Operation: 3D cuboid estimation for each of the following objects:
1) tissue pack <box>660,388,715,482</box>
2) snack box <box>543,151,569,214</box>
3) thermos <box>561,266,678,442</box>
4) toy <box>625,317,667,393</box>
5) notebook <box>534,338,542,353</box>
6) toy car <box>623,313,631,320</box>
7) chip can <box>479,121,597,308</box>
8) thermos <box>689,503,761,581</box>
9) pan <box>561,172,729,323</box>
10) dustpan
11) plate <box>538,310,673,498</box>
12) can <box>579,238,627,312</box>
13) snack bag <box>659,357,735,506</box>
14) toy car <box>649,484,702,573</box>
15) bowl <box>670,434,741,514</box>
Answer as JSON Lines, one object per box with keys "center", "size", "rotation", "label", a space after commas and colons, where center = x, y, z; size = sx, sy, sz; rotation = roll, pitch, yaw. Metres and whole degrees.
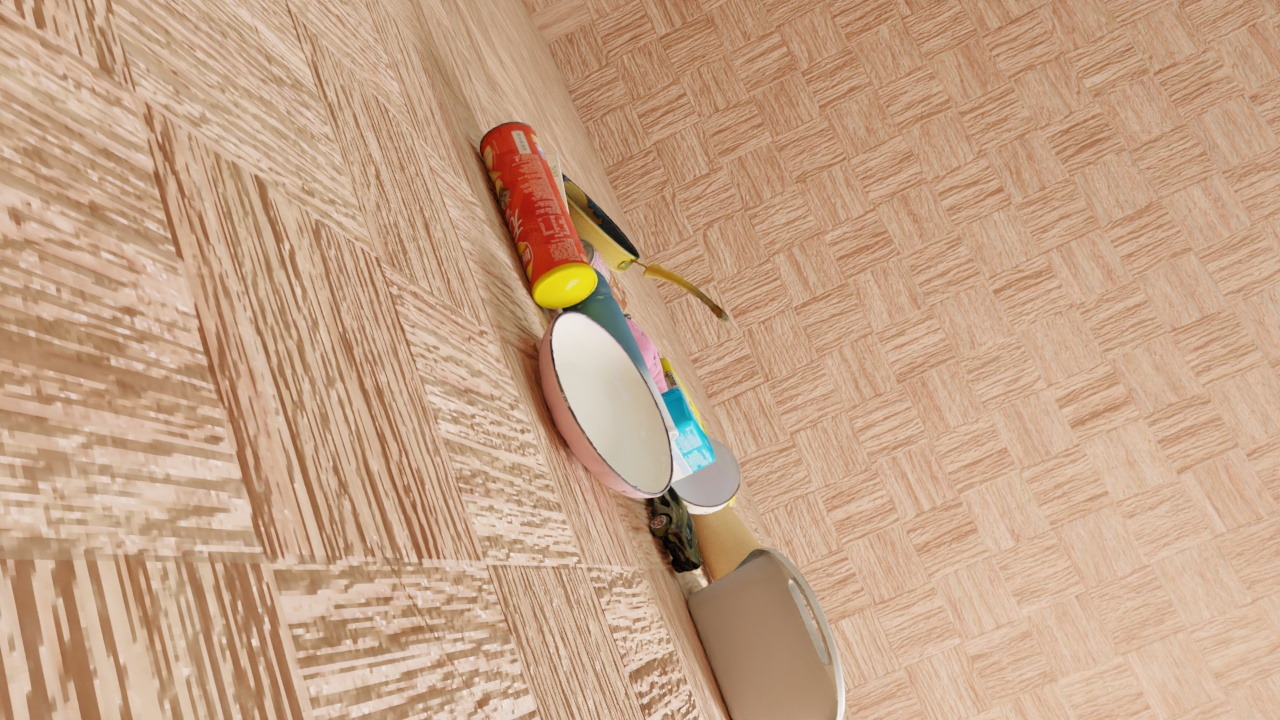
{"center": [0.032, 0.095, 1.134], "size": [0.140, 0.090, 0.063], "rotation": [58, 8, -50], "label": "tissue pack"}
{"center": [-0.099, -0.164, 1.111], "size": [0.085, 0.027, 0.156], "rotation": [130, -49, -81], "label": "snack box"}
{"center": [-0.030, -0.001, 1.023], "size": [0.220, 0.070, 0.070], "rotation": [65, 6, 17], "label": "thermos"}
{"center": [-0.007, 0.007, 1.223], "size": [0.178, 0.075, 0.194], "rotation": [62, 8, 12], "label": "toy"}
{"center": [-0.050, 0.060, 0.957], "size": [0.146, 0.010, 0.206], "rotation": [65, 6, 14], "label": "notebook"}
{"center": [-0.038, -0.053, 1.414], "size": [0.120, 0.037, 0.054], "rotation": [33, 31, -59], "label": "toy car"}
{"center": [-0.116, -0.164, 1.014], "size": [0.216, 0.073, 0.073], "rotation": [67, 7, 24], "label": "chip can"}
{"center": [0.117, 0.255, 1.276], "size": [0.143, 0.093, 0.093], "rotation": [58, 4, 18], "label": "thermos"}
{"center": [-0.017, -0.164, 1.348], "size": [0.357, 0.078, 0.197], "rotation": [48, 12, 8], "label": "pan"}
{"center": [0.156, 0.327, 1.032], "size": [0.222, 0.143, 0.258], "rotation": [68, 8, 27], "label": "dustpan"}
{"center": [-0.037, 0.046, 0.858], "size": [0.192, 0.039, 0.192], "rotation": [49, 23, -29], "label": "plate"}
{"center": [-0.066, -0.111, 1.293], "size": [0.058, 0.058, 0.147], "rotation": [68, 7, 29], "label": "can"}
{"center": [0.067, 0.115, 1.414], "size": [0.158, 0.068, 0.246], "rotation": [60, 4, -33], "label": "snack bag"}
{"center": [0.036, 0.182, 1.065], "size": [0.070, 0.042, 0.158], "rotation": [62, 4, -27], "label": "toy car"}
{"center": [0.073, 0.161, 1.240], "size": [0.062, 0.113, 0.113], "rotation": [114, -39, -50], "label": "bowl"}
